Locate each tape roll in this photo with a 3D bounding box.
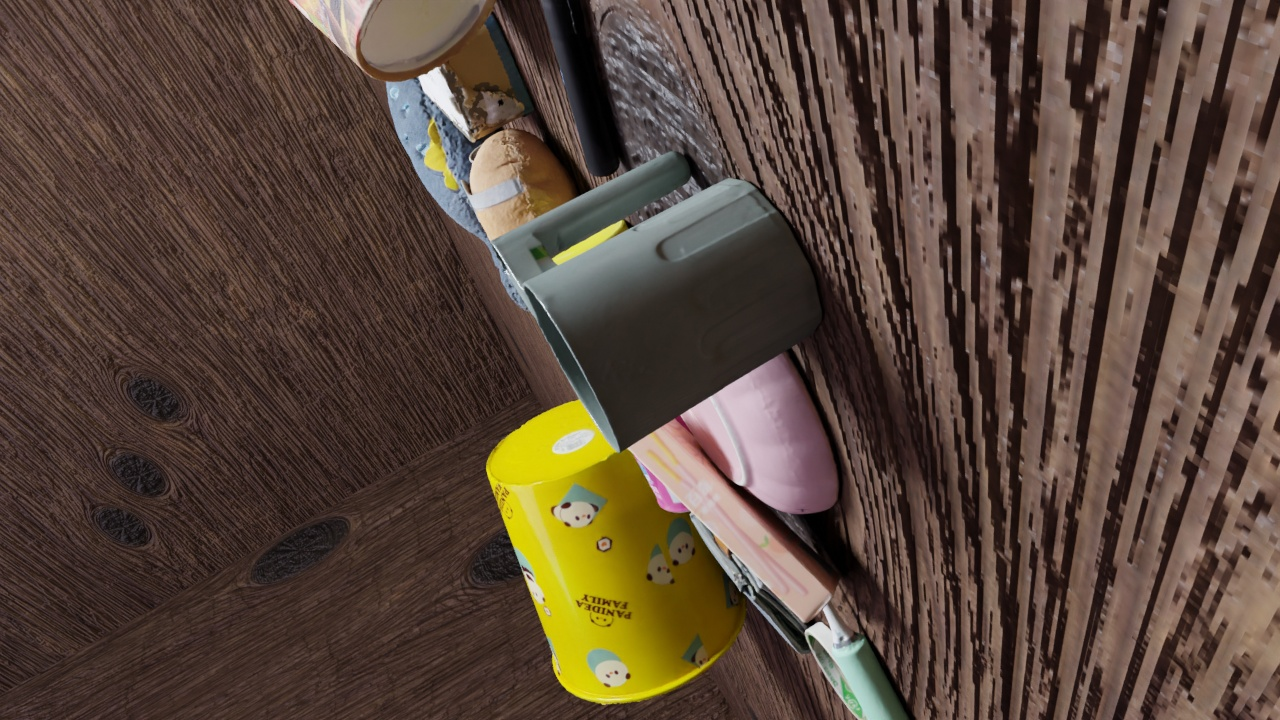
[{"bbox_3d":[0.160,0.248,0.728,0.085,0.014,0.086,57,170,15],"label":"tape roll"}]

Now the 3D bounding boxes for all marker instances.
[{"bbox_3d":[-0.032,-0.154,0.499,0.022,0.020,0.132,22,152,25],"label":"marker"}]

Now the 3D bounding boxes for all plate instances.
[{"bbox_3d":[0.044,0.013,0.539,0.192,0.039,0.192,58,171,14],"label":"plate"}]

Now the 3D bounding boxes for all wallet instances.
[{"bbox_3d":[0.097,0.183,0.800,0.106,0.037,0.129,53,177,-32],"label":"wallet"}]

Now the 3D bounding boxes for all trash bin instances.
[{"bbox_3d":[-0.031,0.188,0.984,0.255,0.229,0.229,70,169,-20],"label":"trash bin"}]

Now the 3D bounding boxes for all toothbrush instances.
[{"bbox_3d":[0.155,0.219,0.624,0.224,0.026,0.027,61,-167,-7],"label":"toothbrush"}]

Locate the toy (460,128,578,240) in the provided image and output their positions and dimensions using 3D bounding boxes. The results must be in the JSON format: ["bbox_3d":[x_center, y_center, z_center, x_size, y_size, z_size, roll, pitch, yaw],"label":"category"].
[{"bbox_3d":[-0.086,-0.102,0.763,0.226,0.082,0.143,84,170,-75],"label":"toy"}]

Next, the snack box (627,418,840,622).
[{"bbox_3d":[0.058,0.093,0.577,0.157,0.026,0.084,43,-175,15],"label":"snack box"}]

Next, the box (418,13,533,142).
[{"bbox_3d":[-0.150,-0.245,0.742,0.184,0.059,0.090,52,168,50],"label":"box"}]

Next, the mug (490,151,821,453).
[{"bbox_3d":[0.004,-0.035,0.407,0.124,0.103,0.084,56,171,31],"label":"mug"}]

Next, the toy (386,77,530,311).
[{"bbox_3d":[-0.188,-0.214,0.932,0.356,0.091,0.138,61,171,2],"label":"toy"}]

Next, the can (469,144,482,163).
[{"bbox_3d":[-0.107,-0.138,0.849,0.053,0.053,0.135,47,165,55],"label":"can"}]

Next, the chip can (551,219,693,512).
[{"bbox_3d":[0.001,0.007,0.660,0.210,0.071,0.071,63,171,-21],"label":"chip can"}]

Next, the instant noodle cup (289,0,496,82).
[{"bbox_3d":[-0.159,-0.251,0.565,0.108,0.137,0.138,50,170,8],"label":"instant noodle cup"}]
